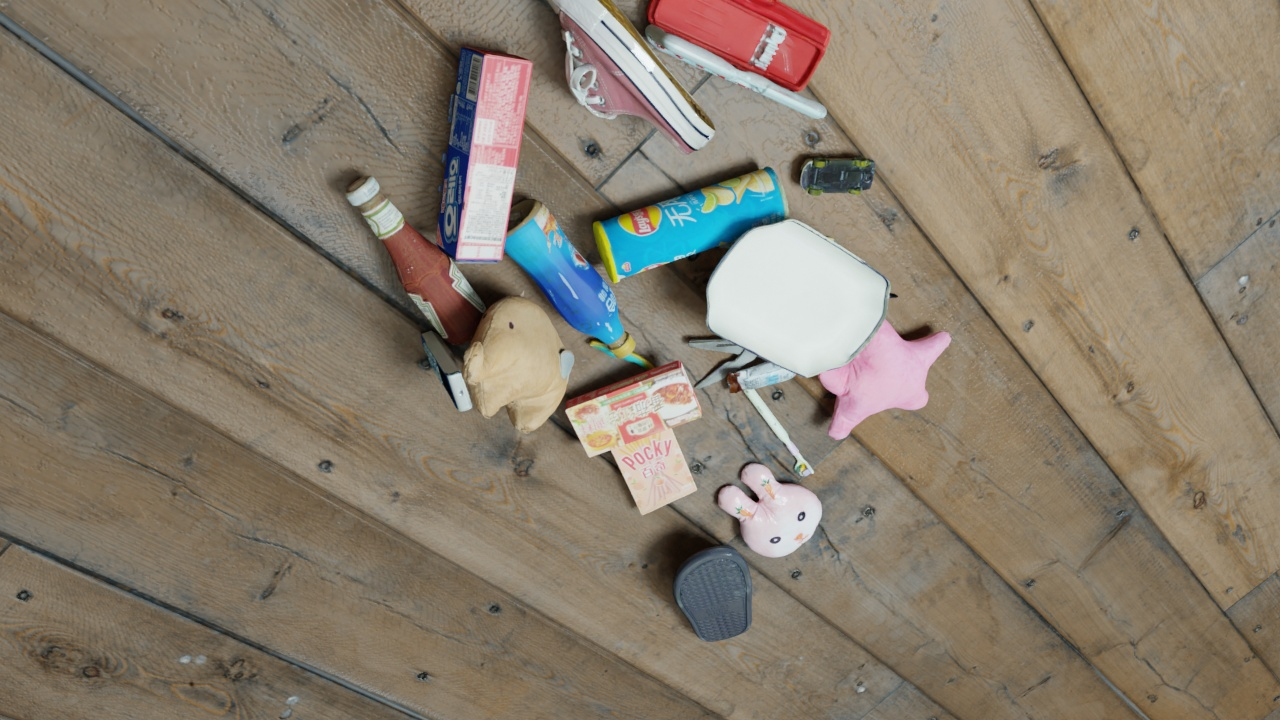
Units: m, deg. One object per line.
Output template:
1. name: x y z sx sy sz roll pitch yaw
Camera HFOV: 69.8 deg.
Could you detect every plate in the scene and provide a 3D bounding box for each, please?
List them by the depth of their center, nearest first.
1. plate: 0.182 -0.074 1.079 0.265 0.034 0.162 23 113 -35

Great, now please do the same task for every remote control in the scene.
1. remote control: -0.214 0.009 1.010 0.024 0.125 0.049 -23 122 -16

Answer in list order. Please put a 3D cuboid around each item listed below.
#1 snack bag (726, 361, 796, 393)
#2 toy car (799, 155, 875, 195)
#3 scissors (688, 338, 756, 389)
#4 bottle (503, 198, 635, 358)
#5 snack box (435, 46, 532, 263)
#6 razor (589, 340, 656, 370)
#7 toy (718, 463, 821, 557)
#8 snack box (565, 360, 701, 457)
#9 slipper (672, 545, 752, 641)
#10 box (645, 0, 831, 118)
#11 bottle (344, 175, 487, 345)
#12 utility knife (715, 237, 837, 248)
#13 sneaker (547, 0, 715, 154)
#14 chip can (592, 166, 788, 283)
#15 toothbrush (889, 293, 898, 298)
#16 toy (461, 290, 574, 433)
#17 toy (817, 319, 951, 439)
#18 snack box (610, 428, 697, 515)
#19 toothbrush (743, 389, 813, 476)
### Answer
1. snack bag: 0.161 0.017 1.171 0.105 0.026 0.045 -18 145 2
2. toy car: 0.226 -0.216 1.067 0.090 0.035 0.042 -4 119 -14
3. scissors: 0.167 -0.022 1.168 0.225 0.015 0.189 -42 129 19
4. bottle: -0.077 -0.083 1.035 0.065 0.065 0.219 -36 123 5
5. snack box: -0.161 -0.204 0.925 0.058 0.057 0.208 -4 116 -37
6. razor: -0.007 0.007 1.130 0.132 0.043 0.028 33 96 -23
7. toy: 0.183 0.214 1.298 0.159 0.054 0.121 38 103 -23
8. snack box: -0.008 0.060 1.124 0.153 0.025 0.075 -20 114 9
9. slipper: 0.102 0.323 1.327 0.111 0.083 0.268 -14 140 1
10. box: 0.110 -0.327 0.931 0.201 0.100 0.095 16 113 -25
11. bottle: -0.237 -0.105 0.977 0.060 0.059 0.206 -32 123 3
12. utility knife: 0.163 -0.141 1.108 0.178 0.019 0.031 4 112 -14
13. sneaker: -0.032 -0.286 0.903 0.088 0.118 0.241 -39 110 19
14. chip can: 0.056 -0.153 1.031 0.210 0.071 0.071 -19 123 -6
15. toothbrush: 0.245 -0.082 1.164 0.189 0.014 0.017 -3 125 -17
16. toy: -0.143 -0.005 0.993 0.083 0.143 0.226 -1 165 17
17. toy: 0.322 0.009 1.206 0.194 0.074 0.179 -20 124 -9
18. snack box: 0.011 0.128 1.207 0.084 0.026 0.157 -24 124 -2
19. toothbrush: 0.185 0.095 1.246 0.189 0.029 0.020 52 53 -32
